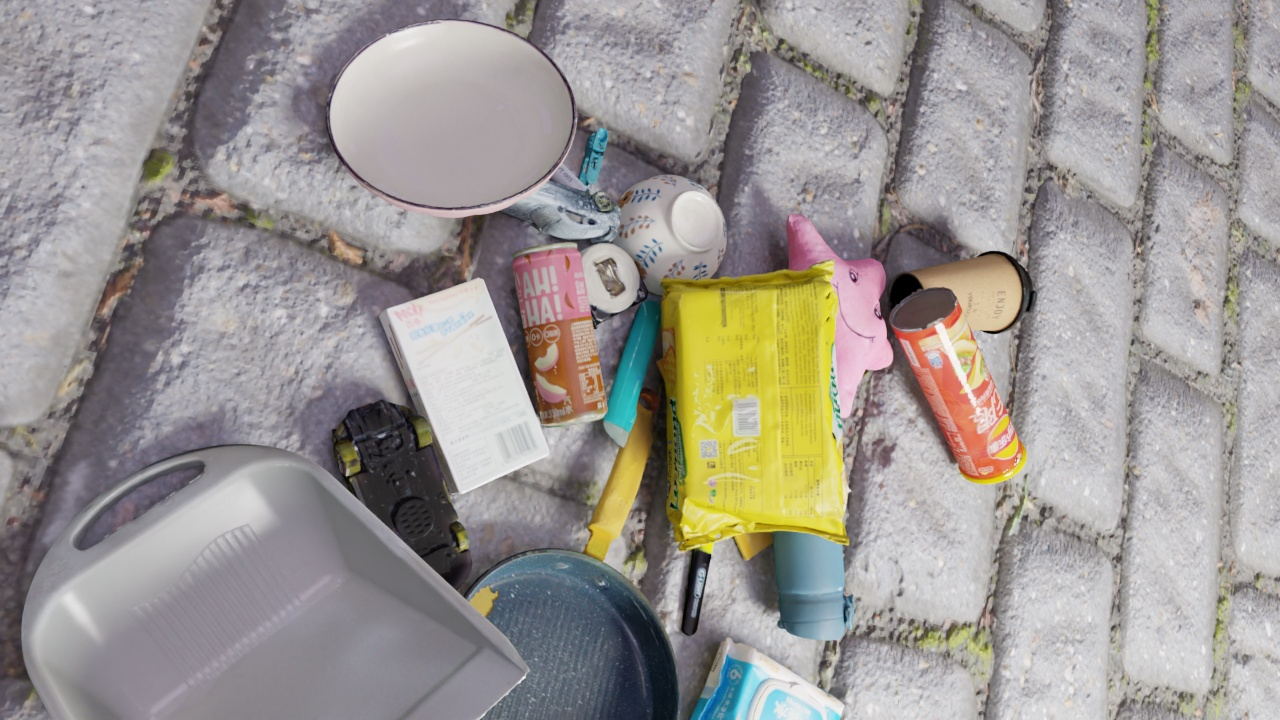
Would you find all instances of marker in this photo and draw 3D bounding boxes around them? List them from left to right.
[{"bbox_3d":[-0.094,-0.183,0.803,0.130,0.018,0.022,44,72,-15],"label":"marker"},{"bbox_3d":[0.054,0.184,0.825,0.018,0.015,0.124,18,75,-23],"label":"marker"}]

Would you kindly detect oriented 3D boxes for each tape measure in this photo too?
[{"bbox_3d":[-0.034,-0.069,0.807,0.065,0.034,0.066,-33,98,-31],"label":"tape measure"}]

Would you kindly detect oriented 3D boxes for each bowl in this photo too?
[{"bbox_3d":[0.036,-0.119,0.840,0.113,0.062,0.113,5,81,-30],"label":"bowl"}]

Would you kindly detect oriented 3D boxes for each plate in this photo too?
[{"bbox_3d":[-0.148,-0.188,0.730,0.192,0.039,0.192,3,64,-5],"label":"plate"}]

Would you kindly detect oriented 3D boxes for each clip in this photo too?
[{"bbox_3d":[-0.043,-0.183,0.830,0.014,0.046,0.057,21,73,-26],"label":"clip"}]

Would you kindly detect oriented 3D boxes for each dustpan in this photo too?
[{"bbox_3d":[-0.245,0.162,0.559,0.222,0.258,0.143,-38,124,-29],"label":"dustpan"}]

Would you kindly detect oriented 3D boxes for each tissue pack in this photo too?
[{"bbox_3d":[0.110,0.313,0.806,0.140,0.063,0.089,35,66,-20],"label":"tissue pack"}]

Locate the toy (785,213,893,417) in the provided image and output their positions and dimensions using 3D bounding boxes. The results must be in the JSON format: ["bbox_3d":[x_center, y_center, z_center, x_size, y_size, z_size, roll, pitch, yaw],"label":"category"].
[{"bbox_3d":[0.193,-0.060,0.910,0.178,0.075,0.194,-44,108,-37],"label":"toy"}]

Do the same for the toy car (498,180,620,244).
[{"bbox_3d":[-0.075,-0.130,0.782,0.120,0.054,0.036,16,72,-26],"label":"toy car"}]

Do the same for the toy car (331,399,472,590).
[{"bbox_3d":[-0.179,0.107,0.689,0.070,0.042,0.158,-20,91,-31],"label":"toy car"}]

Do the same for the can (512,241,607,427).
[{"bbox_3d":[-0.067,-0.021,0.759,0.057,0.058,0.147,-11,92,-31],"label":"can"}]

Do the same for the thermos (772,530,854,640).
[{"bbox_3d":[0.154,0.144,0.847,0.070,0.070,0.220,0,82,-30],"label":"thermos"}]

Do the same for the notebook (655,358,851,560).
[{"bbox_3d":[0.112,0.066,0.880,0.145,0.010,0.206,-26,95,-29],"label":"notebook"}]

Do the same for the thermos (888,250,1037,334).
[{"bbox_3d":[0.346,-0.070,0.995,0.143,0.093,0.093,-6,84,-23],"label":"thermos"}]

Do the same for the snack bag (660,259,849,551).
[{"bbox_3d":[0.097,0.038,0.795,0.158,0.068,0.246,-3,84,3],"label":"snack bag"}]

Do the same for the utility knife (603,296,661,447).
[{"bbox_3d":[-0.005,0.005,0.810,0.029,0.013,0.159,25,57,-12],"label":"utility knife"}]

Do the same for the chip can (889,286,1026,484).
[{"bbox_3d":[0.329,0.029,0.948,0.073,0.073,0.216,-47,118,-27],"label":"chip can"}]

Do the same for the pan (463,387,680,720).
[{"bbox_3d":[-0.039,0.174,0.734,0.197,0.078,0.356,28,47,-17],"label":"pan"}]

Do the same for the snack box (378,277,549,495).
[{"bbox_3d":[-0.139,0.020,0.736,0.084,0.027,0.157,-23,93,-30],"label":"snack box"}]
